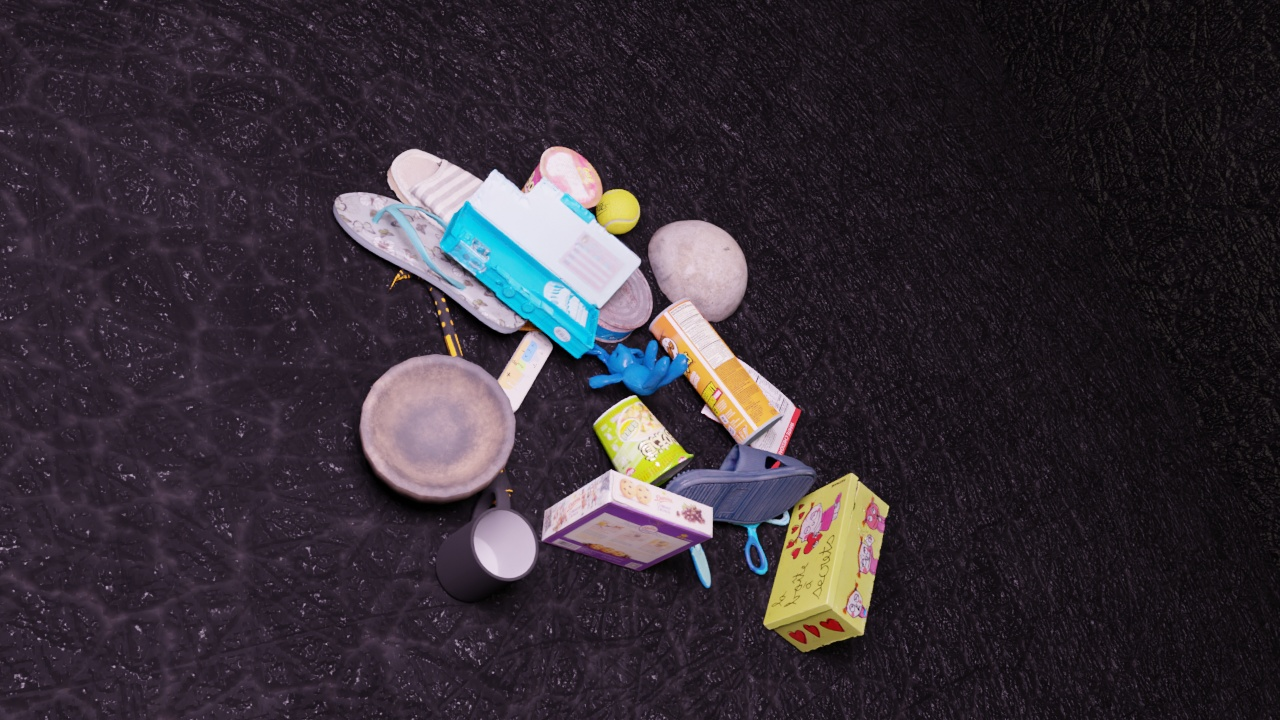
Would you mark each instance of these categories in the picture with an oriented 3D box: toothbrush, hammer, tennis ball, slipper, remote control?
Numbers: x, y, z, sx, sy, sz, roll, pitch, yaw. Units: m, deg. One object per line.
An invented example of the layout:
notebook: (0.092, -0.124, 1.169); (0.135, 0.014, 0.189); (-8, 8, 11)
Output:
toothbrush: (0.064, 0.231, 1.194); (0.022, 0.017, 0.135); (-6, 68, -49)
hammer: (-0.214, 0.019, 1.088); (0.123, 0.036, 0.320); (-2, 63, -40)
tennis ball: (-0.034, -0.220, 1.362); (0.065, 0.066, 0.065); (20, 52, -29)
slipper: (-0.207, -0.178, 1.205); (0.272, 0.054, 0.114); (40, 41, -14)
slipper: (-0.243, -0.135, 1.120); (0.269, 0.055, 0.098); (35, 36, -8)
remote control: (-0.149, 0.013, 1.155); (0.038, 0.018, 0.125); (38, 47, -15)
slipper: (0.121, 0.161, 1.230); (0.263, 0.101, 0.082); (3, 35, -38)

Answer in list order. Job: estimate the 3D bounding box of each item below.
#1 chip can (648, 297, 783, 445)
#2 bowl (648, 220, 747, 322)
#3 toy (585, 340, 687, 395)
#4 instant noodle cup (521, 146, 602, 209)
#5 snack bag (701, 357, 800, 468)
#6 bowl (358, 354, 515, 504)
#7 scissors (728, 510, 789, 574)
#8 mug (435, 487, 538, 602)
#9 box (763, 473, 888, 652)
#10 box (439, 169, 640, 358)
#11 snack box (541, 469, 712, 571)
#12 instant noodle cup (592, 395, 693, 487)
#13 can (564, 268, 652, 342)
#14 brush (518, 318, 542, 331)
chip can: (0.105, 0.017, 1.296); (0.075, 0.075, 0.215); (-23, 71, -45)
bowl: (0.105, -0.154, 1.426); (0.178, 0.081, 0.178); (19, 54, -28)
toy: (-0.007, 0.007, 1.202); (0.112, 0.176, 0.071); (-2, 103, -41)
instant noodle cup: (-0.122, -0.221, 1.258); (0.097, 0.109, 0.097); (21, 52, -29)
snack bag: (0.168, 0.075, 1.361); (0.144, 0.039, 0.130); (39, 50, -10)
bowl: (-0.220, 0.080, 0.990); (0.162, 0.070, 0.162); (7, 64, -15)
scissors: (0.161, 0.233, 1.276); (0.134, 0.011, 0.139); (14, 55, -33)
mug: (-0.163, 0.192, 0.979); (0.078, 0.088, 0.113); (22, 52, -28)
box: (0.255, 0.275, 1.251); (0.083, 0.125, 0.220); (40, 47, -12)
box: (-0.129, -0.128, 1.156); (0.227, 0.086, 0.169); (40, 63, -23)
snack box: (-0.016, 0.189, 1.059); (0.143, 0.148, 0.040); (24, 51, -27)
instant noodle cup: (-0.003, 0.108, 1.169); (0.098, 0.099, 0.108); (-23, 71, -45)
can: (-0.048, -0.092, 1.284); (0.130, 0.044, 0.129); (20, 52, -29)
brush: (-0.136, -0.056, 1.192); (0.126, 0.017, 0.048); (3, 32, -37)
